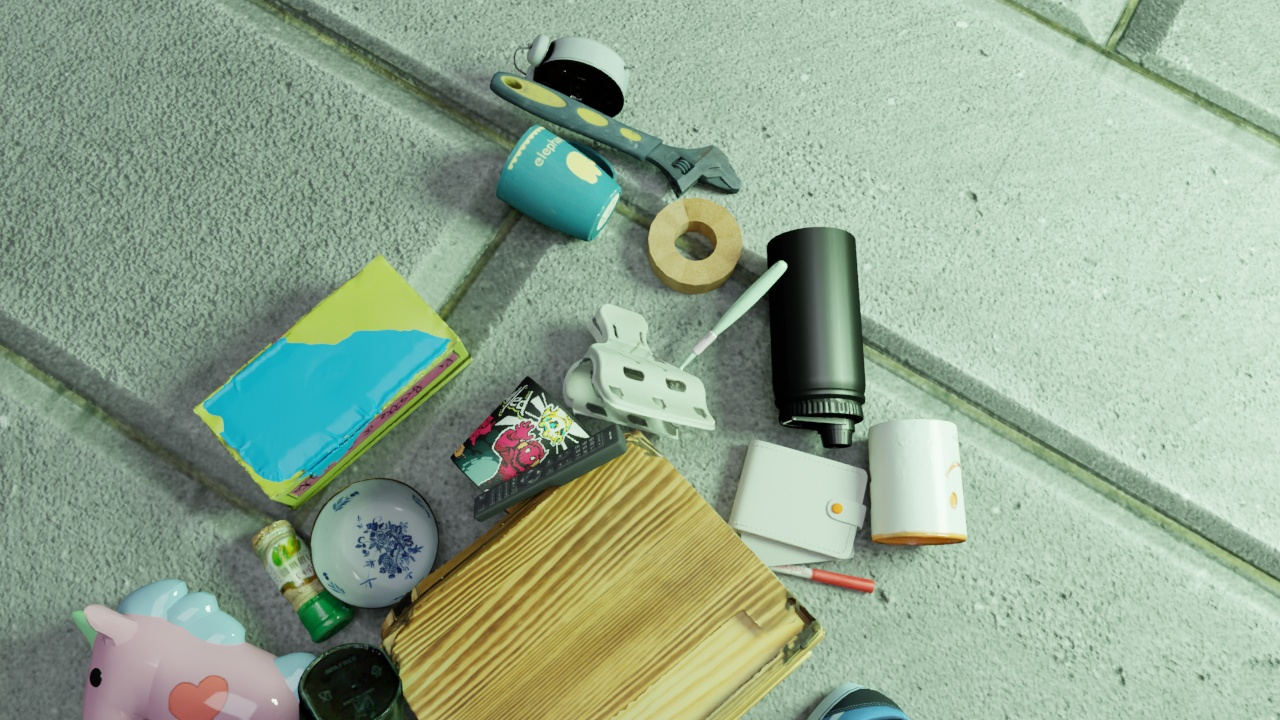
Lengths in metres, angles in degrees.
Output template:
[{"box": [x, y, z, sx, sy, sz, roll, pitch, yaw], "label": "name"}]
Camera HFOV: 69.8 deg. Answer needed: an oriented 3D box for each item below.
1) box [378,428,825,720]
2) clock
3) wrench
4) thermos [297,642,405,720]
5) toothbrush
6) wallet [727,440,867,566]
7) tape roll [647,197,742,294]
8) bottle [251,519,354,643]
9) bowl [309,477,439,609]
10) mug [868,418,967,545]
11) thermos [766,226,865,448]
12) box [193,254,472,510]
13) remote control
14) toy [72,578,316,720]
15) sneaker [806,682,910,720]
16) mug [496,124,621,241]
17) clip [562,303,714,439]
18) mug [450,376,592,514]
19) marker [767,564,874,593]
[{"box": [-0.041, 0.224, 0.748, 0.279, 0.192, 0.251, -38, 77, -10], "label": "box"}, {"box": [-0.069, -0.289, 0.931, 0.122, 0.095, 0.035, 17, 71, -3], "label": "clock"}, {"box": [-0.022, -0.229, 0.929, 0.273, 0.022, 0.073, 23, 62, -6], "label": "wrench"}, {"box": [-0.218, 0.314, 0.708, 0.098, 0.221, 0.098, 7, 36, -5], "label": "thermos"}, {"box": [0.083, -0.037, 0.871, 0.015, 0.022, 0.155, 37, 107, -22], "label": "toothbrush"}, {"box": [0.145, 0.145, 0.850, 0.118, 0.037, 0.115, 15, 75, 6], "label": "wallet"}, {"box": [0.054, -0.115, 0.922, 0.094, 0.027, 0.094, 0, 75, -2], "label": "tape roll"}, {"box": [-0.302, 0.195, 0.819, 0.043, 0.043, 0.111, -37, 78, -11], "label": "bottle"}, {"box": [-0.234, 0.165, 0.826, 0.114, 0.045, 0.114, 1, 75, -3], "label": "bowl"}, {"box": [0.251, 0.113, 0.839, 0.082, 0.082, 0.105, 2, 73, -2], "label": "mug"}, {"box": [0.167, -0.018, 0.869, 0.086, 0.086, 0.198, 0, 75, -2], "label": "thermos"}, {"box": [-0.281, 0.021, 0.851, 0.124, 0.079, 0.220, 44, 80, 9], "label": "box"}, {"box": [-0.074, 0.093, 0.744, 0.136, 0.032, 0.015, -28, 115, 7], "label": "remote control"}, {"box": [-0.359, 0.267, 0.767, 0.222, 0.120, 0.171, -5, 85, -2], "label": "toy"}, {"box": [0.139, 0.376, 0.747, 0.083, 0.098, 0.241, 42, 76, -10], "label": "sneaker"}, {"box": [-0.071, -0.179, 0.915, 0.104, 0.085, 0.111, 32, 47, 2], "label": "mug"}, {"box": [-0.015, 0.022, 0.849, 0.101, 0.126, 0.152, -58, 39, 18], "label": "clip"}, {"box": [-0.111, 0.073, 0.827, 0.098, 0.118, 0.082, -47, 117, -7], "label": "mug"}, {"box": [0.146, 0.195, 0.849, 0.142, 0.013, 0.012, 12, 74, 2], "label": "marker"}]
